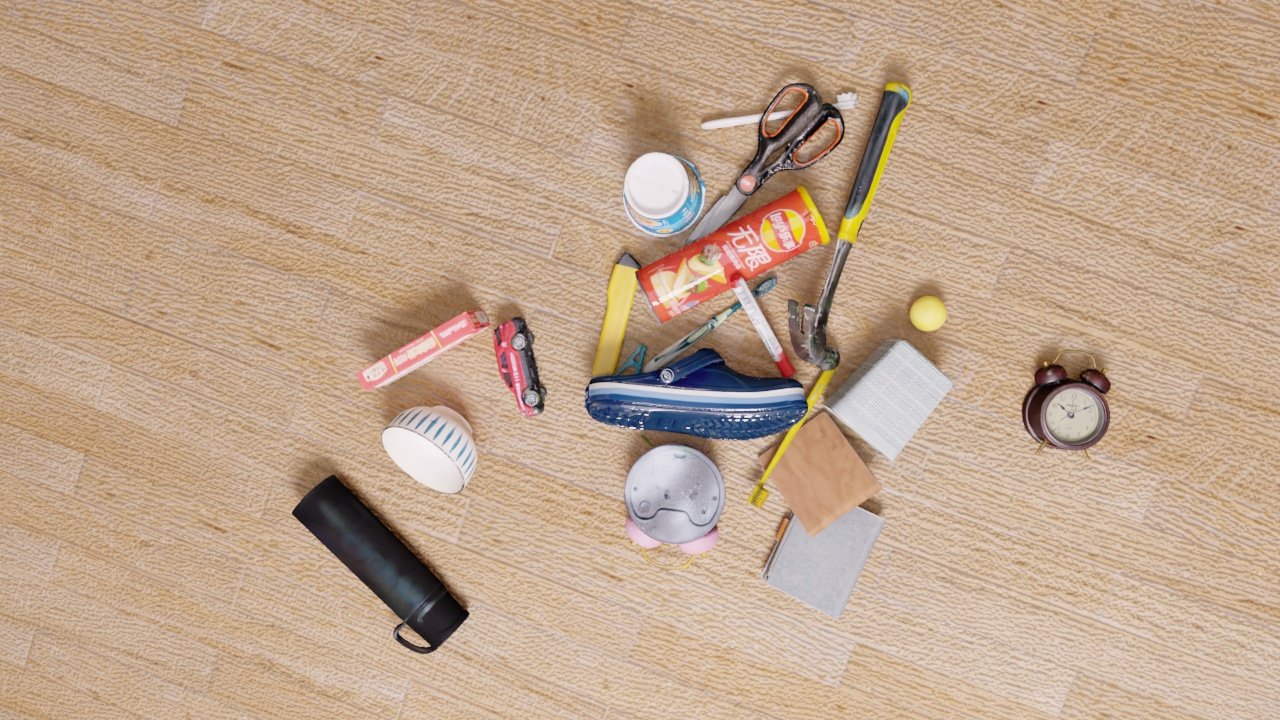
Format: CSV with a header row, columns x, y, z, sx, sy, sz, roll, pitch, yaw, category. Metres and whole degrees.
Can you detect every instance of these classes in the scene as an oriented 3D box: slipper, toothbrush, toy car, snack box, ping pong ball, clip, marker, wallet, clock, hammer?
x,y,z,sx,sy,sz,roll,pitch,yaw,category
0.063,0.036,1.056,0.253,0.105,0.095,2,72,3,slipper
0.082,-0.041,1.081,0.192,0.018,0.016,-35,91,8,toothbrush
-0.144,0.009,1.094,0.045,0.053,0.120,-15,90,9,toy car
-0.257,-0.013,1.091,0.153,0.075,0.025,-29,92,8,snack box
0.327,-0.053,1.042,0.040,0.040,0.040,1,95,6,ping pong ball
-0.008,0.006,1.098,0.034,0.013,0.055,30,99,2,clip
0.139,-0.038,1.045,0.017,0.017,0.145,-30,117,7,marker
0.179,0.087,1.066,0.016,0.015,0.190,29,87,25,toothbrush
0.212,0.221,1.077,0.106,0.037,0.129,25,88,16,wallet
0.206,0.130,1.064,0.101,0.020,0.115,-37,67,6,wallet
0.479,0.048,1.027,0.082,0.055,0.122,8,94,6,clock
0.040,0.171,1.084,0.117,0.059,0.158,6,94,5,clock
0.159,-0.286,1.054,0.180,0.016,0.016,-8,86,6,toothbrush
0.235,-0.152,1.016,0.032,0.126,0.323,18,88,32,hammer

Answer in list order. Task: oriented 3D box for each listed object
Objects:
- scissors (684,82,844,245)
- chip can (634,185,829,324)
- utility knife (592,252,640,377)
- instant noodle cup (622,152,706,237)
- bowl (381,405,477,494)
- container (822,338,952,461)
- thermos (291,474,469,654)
x,y,z,sx,sy,sz,roll,pitch,yaw,category
0.144,-0.204,1.055,0.139,0.021,0.235,21,105,-3,scissors
0.102,-0.120,1.045,0.217,0.073,0.073,-26,92,8,chip can
-0.033,-0.042,1.095,0.033,0.015,0.176,16,97,10,utility knife
0.022,-0.191,1.029,0.099,0.110,0.099,0,94,7,instant noodle cup
-0.242,0.097,1.094,0.116,0.117,0.066,31,53,3,bowl
0.279,0.039,1.033,0.090,0.090,0.111,40,95,1,container
-0.324,0.256,1.124,0.090,0.068,0.242,-45,89,3,thermos
